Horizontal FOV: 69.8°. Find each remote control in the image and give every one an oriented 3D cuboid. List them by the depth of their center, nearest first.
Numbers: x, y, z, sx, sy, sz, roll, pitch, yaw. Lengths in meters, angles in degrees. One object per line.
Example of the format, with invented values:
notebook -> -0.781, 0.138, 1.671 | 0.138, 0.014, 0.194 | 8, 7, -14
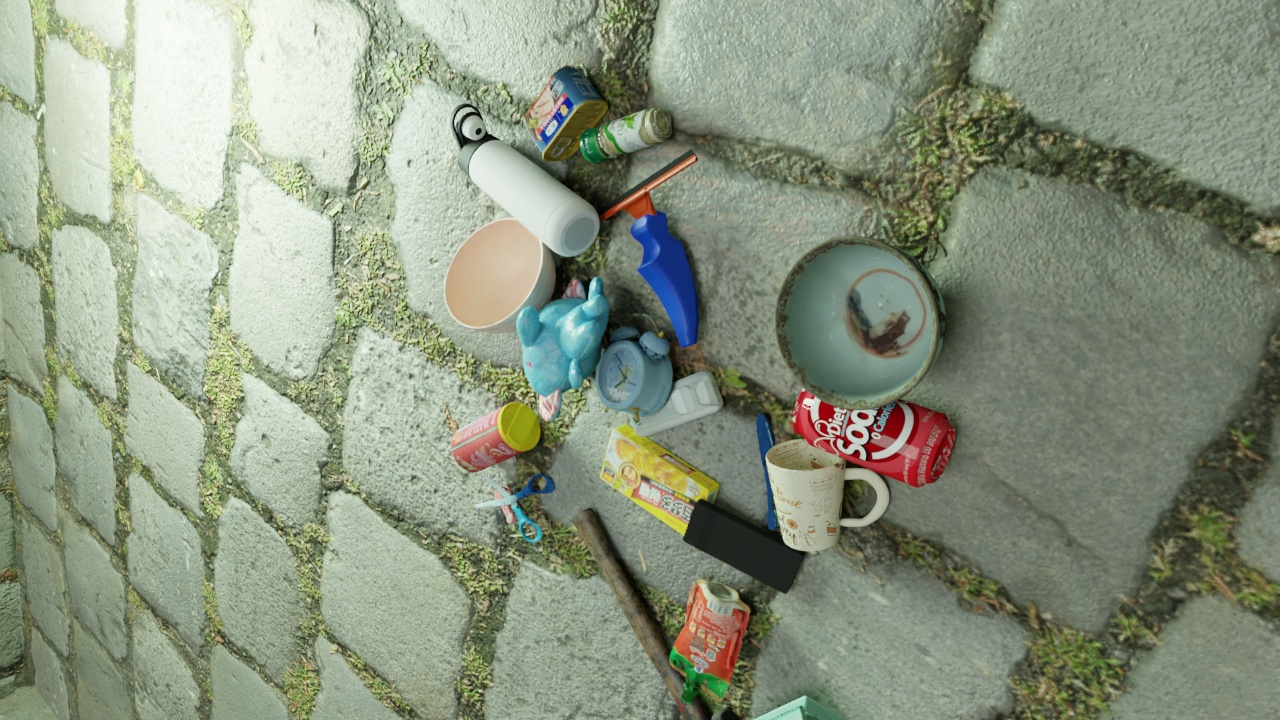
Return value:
remote control -> 0.116, 0.210, 1.040 | 0.133, 0.013, 0.058 | 25, 116, 17
remote control -> 0.036, 0.053, 1.076 | 0.134, 0.022, 0.050 | -23, 86, 40

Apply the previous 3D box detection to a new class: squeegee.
squeegee -> 0.027, -0.104, 1.024 | 0.250, 0.055, 0.185 | -19, 89, 57

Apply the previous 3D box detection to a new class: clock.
clock -> -0.006, 0.006, 1.071 | 0.089, 0.051, 0.124 | 15, 94, 47

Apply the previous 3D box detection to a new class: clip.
clip -> -0.187, 0.205, 1.285 | 0.060, 0.043, 0.023 | 44, 122, 6

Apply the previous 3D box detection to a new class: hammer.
hammer -> -0.001, 0.342, 1.174 | 0.120, 0.033, 0.330 | -41, 75, 39

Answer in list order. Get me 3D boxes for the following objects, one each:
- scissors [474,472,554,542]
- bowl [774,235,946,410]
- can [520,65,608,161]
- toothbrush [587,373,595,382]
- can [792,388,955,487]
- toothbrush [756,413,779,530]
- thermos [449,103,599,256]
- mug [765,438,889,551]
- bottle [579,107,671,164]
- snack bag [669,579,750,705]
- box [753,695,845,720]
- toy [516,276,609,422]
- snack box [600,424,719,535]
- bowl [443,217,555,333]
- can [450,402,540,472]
scissors -> -0.169, 0.185, 1.261 | 0.130, 0.014, 0.117 | 36, 101, 23
bowl -> 0.218, -0.040, 0.862 | 0.160, 0.093, 0.160 | 10, 107, 37
can -> -0.091, -0.288, 1.072 | 0.100, 0.053, 0.059 | -45, 72, 36
toothbrush -> -0.102, -0.007, 1.173 | 0.188, 0.019, 0.018 | 35, 114, 27
can -> 0.226, 0.067, 0.894 | 0.143, 0.074, 0.074 | 21, 113, 33
toothbrush -> 0.142, 0.123, 1.015 | 0.021, 0.016, 0.132 | -2, 97, 38
thermos -> -0.144, -0.218, 1.100 | 0.230, 0.068, 0.101 | 41, 156, 33
mug -> 0.195, 0.141, 0.952 | 0.122, 0.081, 0.097 | -3, 108, 12
bottle -> -0.016, -0.252, 1.030 | 0.110, 0.042, 0.042 | -7, 97, 39
snack bag -> 0.076, 0.341, 1.086 | 0.087, 0.044, 0.155 | 26, 106, 34
box -> 0.140, 0.458, 1.033 | 0.077, 0.091, 0.189 | 37, 128, -14
toy -> -0.090, -0.027, 1.067 | 0.181, 0.115, 0.183 | 140, 145, -67
snack box -> 0.021, 0.146, 1.109 | 0.152, 0.025, 0.075 | 30, 119, 30
bowl -> -0.164, -0.095, 1.149 | 0.153, 0.076, 0.152 | -12, 62, 25
can -> -0.198, 0.106, 1.247 | 0.125, 0.066, 0.066 | -26, 85, 40
